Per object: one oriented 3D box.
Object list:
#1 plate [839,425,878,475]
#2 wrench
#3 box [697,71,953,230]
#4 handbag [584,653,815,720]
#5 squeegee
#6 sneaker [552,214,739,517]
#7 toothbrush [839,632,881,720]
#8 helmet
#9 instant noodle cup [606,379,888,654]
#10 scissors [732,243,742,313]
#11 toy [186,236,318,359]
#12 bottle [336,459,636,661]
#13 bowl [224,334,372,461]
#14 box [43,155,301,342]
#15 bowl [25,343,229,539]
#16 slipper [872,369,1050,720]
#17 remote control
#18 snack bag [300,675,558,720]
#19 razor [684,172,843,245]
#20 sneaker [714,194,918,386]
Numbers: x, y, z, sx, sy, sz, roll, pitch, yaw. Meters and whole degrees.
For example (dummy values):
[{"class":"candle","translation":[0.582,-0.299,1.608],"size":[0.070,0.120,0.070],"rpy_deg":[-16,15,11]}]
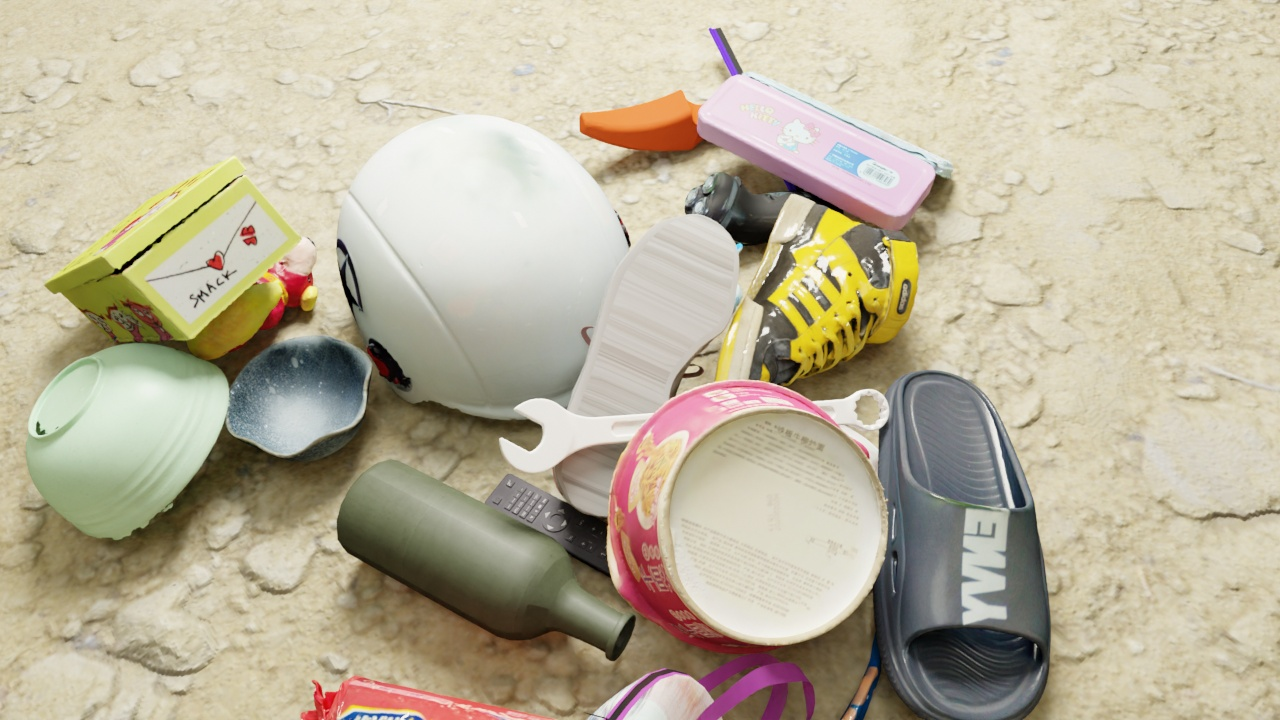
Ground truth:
[{"class":"plate","translation":[0.110,0.099,0.652],"size":[0.157,0.014,0.156],"rpy_deg":[-2,52,3]},{"class":"wrench","translation":[0.043,0.042,0.615],"size":[0.273,0.009,0.047],"rpy_deg":[-3,84,-15]},{"class":"box","translation":[0.171,-0.202,0.833],"size":[0.214,0.051,0.148],"rpy_deg":[31,43,18]},{"class":"handbag","translation":[0.034,0.221,0.506],"size":[0.169,0.144,0.068],"rpy_deg":[-23,18,-40]},{"class":"squeegee","translation":[0.031,-0.229,0.884],"size":[0.184,0.055,0.249],"rpy_deg":[-7,58,-21]},{"class":"sneaker","translation":[-0.004,0.004,0.669],"size":[0.099,0.090,0.235],"rpy_deg":[28,72,-11]},{"class":"toothbrush","translation":[0.140,0.201,0.569],"size":[0.017,0.021,0.134],"rpy_deg":[11,50,34]},{"class":"helmet","translation":[-0.122,-0.091,0.724],"size":[0.236,0.164,0.264],"rpy_deg":[-29,56,-16]},{"class":"instant noodle cup","translation":[0.073,0.097,0.562],"size":[0.178,0.078,0.178],"rpy_deg":[1,85,-9]},{"class":"scissors","translation":[0.041,-0.051,0.742],"size":[0.125,0.014,0.130],"rpy_deg":[-48,31,-10]},{"class":"toy","translation":[-0.321,-0.045,0.760],"size":[0.106,0.067,0.137],"rpy_deg":[-26,23,30]},{"class":"bottle","translation":[-0.100,0.136,0.604],"size":[0.207,0.071,0.071],"rpy_deg":[22,57,20]},{"class":"bowl","translation":[-0.253,0.037,0.701],"size":[0.110,0.055,0.110],"rpy_deg":[-2,52,2]},{"class":"box","translation":[-0.374,-0.080,0.721],"size":[0.221,0.082,0.124],"rpy_deg":[4,47,48]},{"class":"bowl","translation":[-0.382,0.045,0.662],"size":[0.151,0.077,0.150],"rpy_deg":[-17,50,21]},{"class":"slipper","translation":[0.214,0.100,0.593],"size":[0.110,0.083,0.267],"rpy_deg":[11,50,-3]},{"class":"remote control","translation":[-0.048,0.121,0.646],"size":[0.136,0.015,0.032],"rpy_deg":[23,57,23]},{"class":"snack bag","translation":[-0.114,0.236,0.526],"size":[0.176,0.082,0.082],"rpy_deg":[7,53,11]},{"class":"razor","translation":[0.110,-0.135,0.802],"size":[0.140,0.064,0.053],"rpy_deg":[-5,35,-13]},{"class":"sneaker","translation":[0.136,-0.023,0.700],"size":[0.122,0.086,0.237],"rpy_deg":[17,58,13]}]
